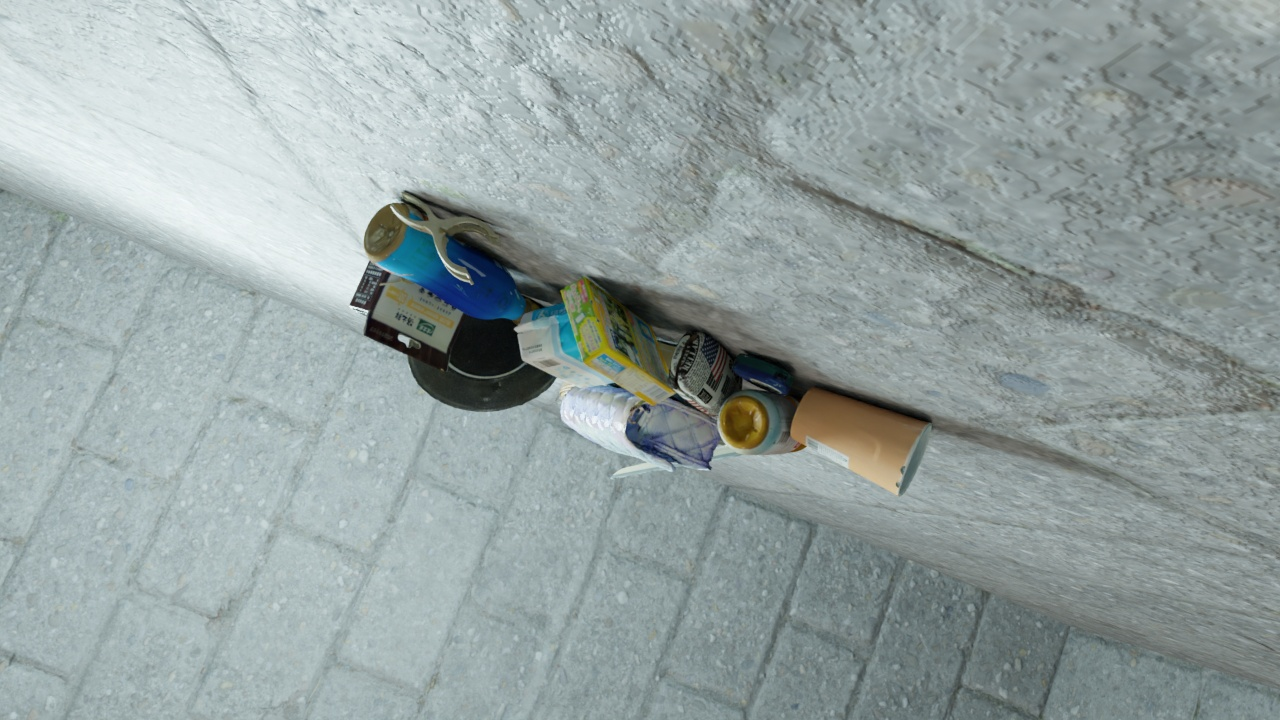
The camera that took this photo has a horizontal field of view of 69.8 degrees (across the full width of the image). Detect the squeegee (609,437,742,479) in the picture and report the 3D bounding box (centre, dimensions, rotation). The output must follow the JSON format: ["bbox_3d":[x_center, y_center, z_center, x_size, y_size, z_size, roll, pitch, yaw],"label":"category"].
[{"bbox_3d":[0.123,0.121,1.325,0.247,0.039,0.246,-16,172,39],"label":"squeegee"}]

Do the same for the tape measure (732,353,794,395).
[{"bbox_3d":[0.125,0.014,0.914,0.058,0.025,0.054,22,174,29],"label":"tape measure"}]

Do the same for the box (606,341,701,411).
[{"bbox_3d":[-0.006,0.006,1.089,0.184,0.059,0.089,14,168,37],"label":"box"}]

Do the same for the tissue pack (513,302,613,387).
[{"bbox_3d":[-0.060,-0.019,0.990,0.090,0.063,0.140,-12,156,30],"label":"tissue pack"}]

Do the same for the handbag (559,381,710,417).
[{"bbox_3d":[-0.004,0.059,1.251,0.204,0.099,0.148,22,164,-22],"label":"handbag"}]

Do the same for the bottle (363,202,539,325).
[{"bbox_3d":[-0.180,-0.084,0.933,0.065,0.065,0.218,15,169,38],"label":"bottle"}]

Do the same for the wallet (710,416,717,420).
[{"bbox_3d":[0.157,0.073,1.171,0.107,0.037,0.129,-2,158,46],"label":"wallet"}]

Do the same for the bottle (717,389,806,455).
[{"bbox_3d":[0.147,0.069,0.998,0.068,0.068,0.189,17,-176,29],"label":"bottle"}]

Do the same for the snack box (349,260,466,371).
[{"bbox_3d":[-0.234,-0.068,0.964,0.053,0.125,0.113,17,171,43],"label":"snack box"}]

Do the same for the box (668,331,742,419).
[{"bbox_3d":[0.066,0.017,0.954,0.057,0.070,0.164,-4,159,20],"label":"box"}]

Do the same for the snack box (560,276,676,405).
[{"bbox_3d":[-0.020,-0.017,0.901,0.034,0.086,0.140,-29,149,16],"label":"snack box"}]

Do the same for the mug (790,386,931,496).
[{"bbox_3d":[0.217,0.076,0.917,0.123,0.078,0.078,23,173,25],"label":"mug"}]

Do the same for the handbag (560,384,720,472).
[{"bbox_3d":[0.000,0.078,1.071,0.134,0.075,0.194,26,170,-25],"label":"handbag"}]

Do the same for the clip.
[{"bbox_3d":[-0.179,-0.103,0.821,0.103,0.092,0.035,11,172,-3],"label":"clip"}]

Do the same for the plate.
[{"bbox_3d":[-0.172,-0.020,1.033,0.179,0.179,0.024,21,143,9],"label":"plate"}]
